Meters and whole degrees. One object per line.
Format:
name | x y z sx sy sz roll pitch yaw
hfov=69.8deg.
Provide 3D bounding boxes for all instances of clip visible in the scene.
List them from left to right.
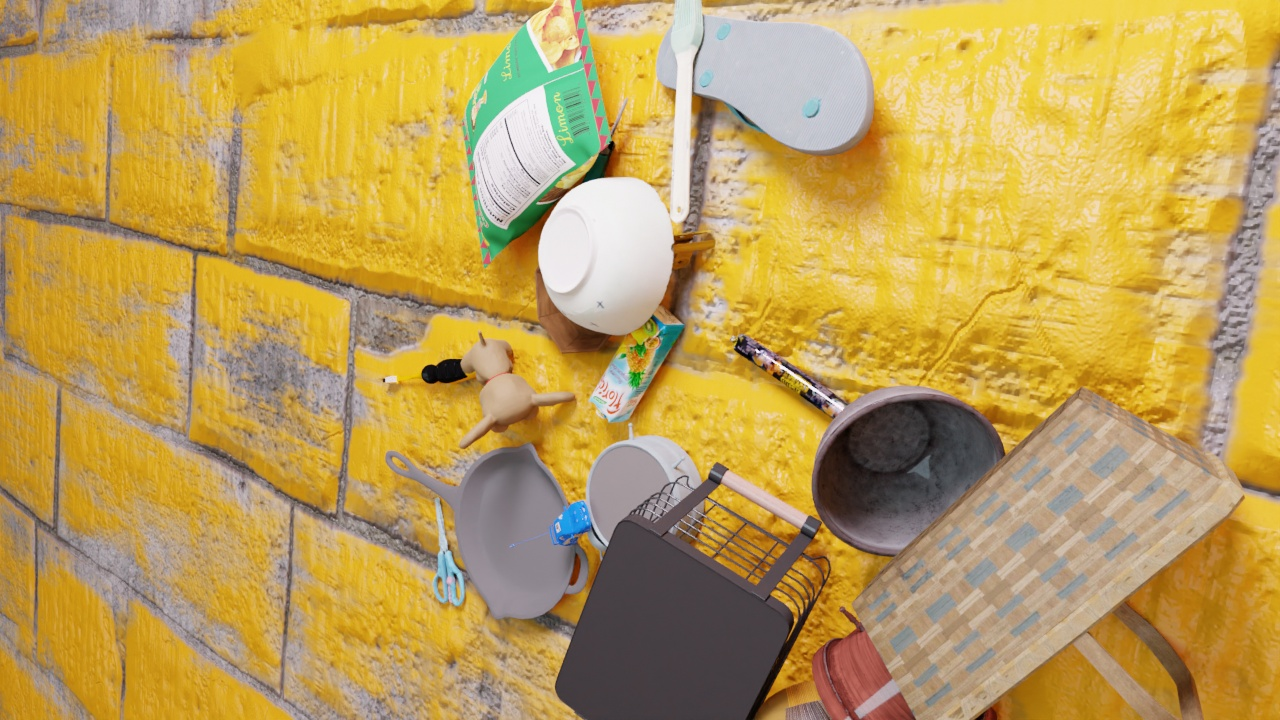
clip | 0.039 -0.114 0.880 0.047 0.053 0.039 140 116 -65

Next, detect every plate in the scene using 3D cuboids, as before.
plate | -0.057 -0.070 0.965 0.131 0.025 0.131 3 95 38

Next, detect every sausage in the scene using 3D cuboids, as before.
sausage | 0.138 0.017 0.819 0.155 0.020 0.020 37 115 31

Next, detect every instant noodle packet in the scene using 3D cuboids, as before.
instant noodle packet | -0.118 -0.239 0.951 0.254 0.090 0.195 -34 61 47

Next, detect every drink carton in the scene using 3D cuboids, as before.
drink carton | -0.005 0.005 0.920 0.044 0.038 0.129 44 118 28

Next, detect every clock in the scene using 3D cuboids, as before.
clock | -0.002 0.150 0.923 0.122 0.045 0.159 30 109 34
clock | 0.211 0.267 0.716 0.072 0.120 0.157 -49 56 21

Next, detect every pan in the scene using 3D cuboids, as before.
pan | -0.187 0.177 1.084 0.355 0.024 0.217 22 106 35

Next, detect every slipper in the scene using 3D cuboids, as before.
slipper | 0.115 -0.252 0.810 0.269 0.054 0.098 39 113 42

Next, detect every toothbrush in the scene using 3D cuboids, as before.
toothbrush | -0.258 0.017 1.130 0.197 0.030 0.031 -8 84 43

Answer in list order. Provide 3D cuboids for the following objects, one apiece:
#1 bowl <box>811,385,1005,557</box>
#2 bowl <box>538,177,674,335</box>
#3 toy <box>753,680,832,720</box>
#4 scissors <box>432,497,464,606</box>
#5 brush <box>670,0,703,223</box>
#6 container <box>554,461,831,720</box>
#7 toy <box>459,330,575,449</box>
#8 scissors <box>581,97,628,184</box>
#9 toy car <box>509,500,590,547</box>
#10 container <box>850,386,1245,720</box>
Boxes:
bowl | 0.202 0.076 0.720 0.145 0.067 0.145 0 116 0
bowl | -0.045 -0.101 0.873 0.154 0.072 0.153 0 90 48
toy | 0.150 0.365 0.753 0.198 0.162 0.203 -13 88 0
scissors | -0.246 0.238 1.148 0.063 0.015 0.138 -18 76 42
brush | 0.039 -0.233 0.842 0.033 0.012 0.217 -4 81 49
container | 0.048 0.233 0.810 0.163 0.130 0.242 29 115 19
toy | -0.154 0.028 1.010 0.108 0.134 0.106 62 167 17
scissors | -0.044 -0.192 0.932 0.019 0.129 0.137 25 72 -4
toy car | -0.094 0.176 0.949 0.092 0.061 0.033 -51 50 55
container | 0.289 0.157 0.610 0.186 0.157 0.250 47 112 17
